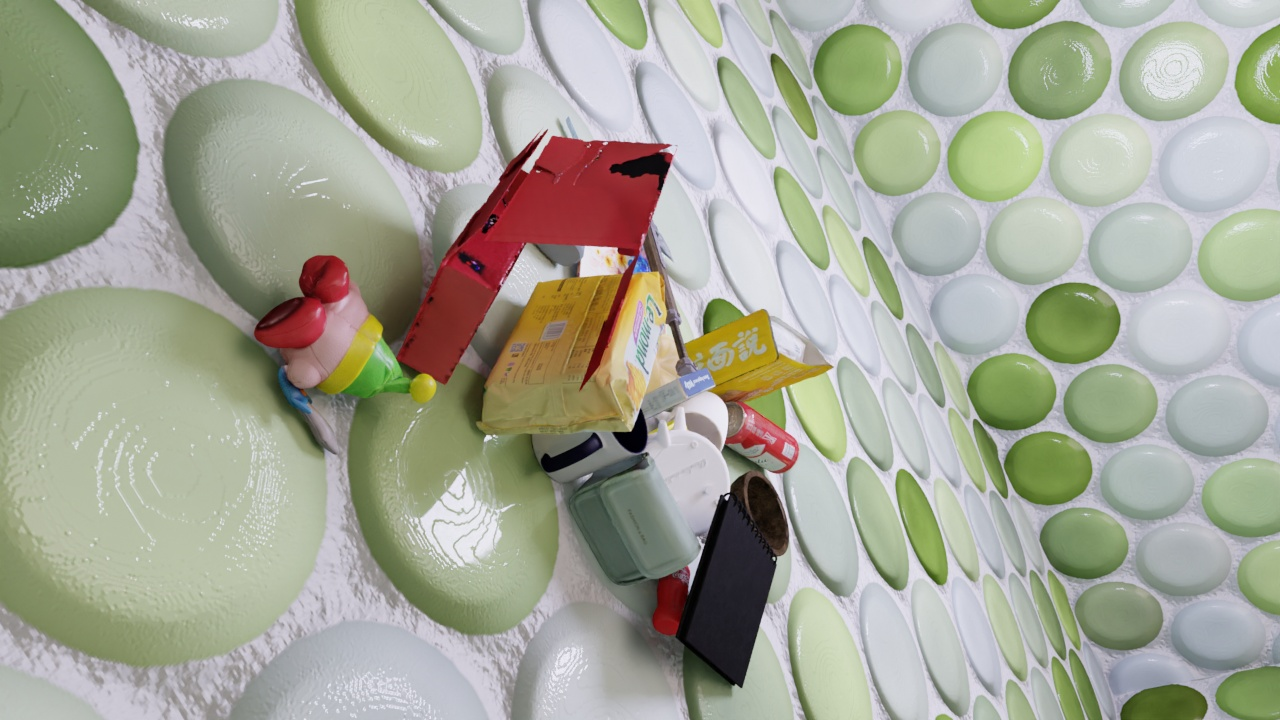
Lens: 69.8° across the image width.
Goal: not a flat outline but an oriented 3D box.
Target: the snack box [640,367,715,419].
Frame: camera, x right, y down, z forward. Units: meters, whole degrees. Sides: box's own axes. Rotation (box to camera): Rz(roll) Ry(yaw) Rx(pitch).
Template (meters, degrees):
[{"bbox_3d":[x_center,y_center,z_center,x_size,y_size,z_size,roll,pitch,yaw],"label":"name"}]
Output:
[{"bbox_3d":[0.004,0.054,1.038,0.081,0.150,0.026,-15,78,-63],"label":"snack box"}]

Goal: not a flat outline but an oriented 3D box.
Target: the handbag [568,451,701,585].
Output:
[{"bbox_3d":[-0.007,0.169,0.977,0.122,0.106,0.067,62,31,-6],"label":"handbag"}]

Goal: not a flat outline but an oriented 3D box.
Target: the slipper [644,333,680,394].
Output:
[{"bbox_3d":[-0.007,0.007,1.124,0.262,0.079,0.099,-5,83,-57],"label":"slipper"}]

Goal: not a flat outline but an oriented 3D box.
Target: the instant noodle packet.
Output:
[{"bbox_3d":[0.170,0.014,1.346,0.221,0.163,0.084,20,50,-54],"label":"instant noodle packet"}]

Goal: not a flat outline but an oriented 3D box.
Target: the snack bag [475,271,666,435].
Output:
[{"bbox_3d":[-0.066,-0.015,0.954,0.246,0.160,0.068,-73,152,-52],"label":"snack bag"}]

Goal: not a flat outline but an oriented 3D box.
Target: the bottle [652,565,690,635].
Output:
[{"bbox_3d":[0.038,0.258,1.058,0.036,0.036,0.118,50,31,-27],"label":"bottle"}]

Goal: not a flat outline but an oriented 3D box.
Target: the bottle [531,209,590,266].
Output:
[{"bbox_3d":[-0.097,-0.198,1.173,0.072,0.046,0.160,44,34,-35],"label":"bottle"}]

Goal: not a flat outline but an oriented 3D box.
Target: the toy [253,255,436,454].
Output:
[{"bbox_3d":[-0.236,-0.004,0.740,0.123,0.097,0.131,-74,151,-43],"label":"toy"}]

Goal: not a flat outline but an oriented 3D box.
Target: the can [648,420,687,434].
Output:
[{"bbox_3d":[0.044,0.133,1.134,0.105,0.068,0.067,65,28,-3],"label":"can"}]

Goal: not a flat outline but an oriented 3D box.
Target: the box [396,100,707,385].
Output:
[{"bbox_3d":[-0.096,-0.129,0.840,0.124,0.316,0.210,49,31,-22],"label":"box"}]

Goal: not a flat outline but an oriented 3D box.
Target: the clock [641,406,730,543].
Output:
[{"bbox_3d":[0.042,0.145,1.054,0.125,0.073,0.161,-23,92,-24],"label":"clock"}]

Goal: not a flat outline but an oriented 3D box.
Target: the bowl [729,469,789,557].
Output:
[{"bbox_3d":[0.150,0.217,1.264,0.121,0.056,0.121,40,37,-39],"label":"bowl"}]

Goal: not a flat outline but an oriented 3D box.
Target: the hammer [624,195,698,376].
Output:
[{"bbox_3d":[0.034,-0.089,1.220,0.147,0.028,0.316,46,22,-42],"label":"hammer"}]

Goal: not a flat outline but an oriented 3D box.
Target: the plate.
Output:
[{"bbox_3d":[-0.025,-0.094,1.235,0.187,0.016,0.186,37,44,-41],"label":"plate"}]

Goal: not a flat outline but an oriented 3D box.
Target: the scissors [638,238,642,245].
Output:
[{"bbox_3d":[0.006,-0.117,1.328,0.090,0.014,0.140,62,28,-20],"label":"scissors"}]

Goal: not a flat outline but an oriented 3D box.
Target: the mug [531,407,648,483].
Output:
[{"bbox_3d":[-0.060,0.084,0.960,0.078,0.097,0.111,62,28,-7],"label":"mug"}]

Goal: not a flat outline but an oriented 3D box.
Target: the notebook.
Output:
[{"bbox_3d":[0.106,0.267,1.055,0.231,0.019,0.168,56,49,-53],"label":"notebook"}]

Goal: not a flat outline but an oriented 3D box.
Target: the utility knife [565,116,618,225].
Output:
[{"bbox_3d":[-0.065,-0.251,1.305,0.031,0.015,0.209,-25,94,-64],"label":"utility knife"}]

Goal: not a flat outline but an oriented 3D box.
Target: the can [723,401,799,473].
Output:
[{"bbox_3d":[0.174,0.116,1.373,0.170,0.067,0.067,34,41,-46],"label":"can"}]

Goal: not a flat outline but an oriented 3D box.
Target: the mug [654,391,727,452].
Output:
[{"bbox_3d":[0.061,0.078,1.213,0.114,0.081,0.087,31,25,2],"label":"mug"}]
